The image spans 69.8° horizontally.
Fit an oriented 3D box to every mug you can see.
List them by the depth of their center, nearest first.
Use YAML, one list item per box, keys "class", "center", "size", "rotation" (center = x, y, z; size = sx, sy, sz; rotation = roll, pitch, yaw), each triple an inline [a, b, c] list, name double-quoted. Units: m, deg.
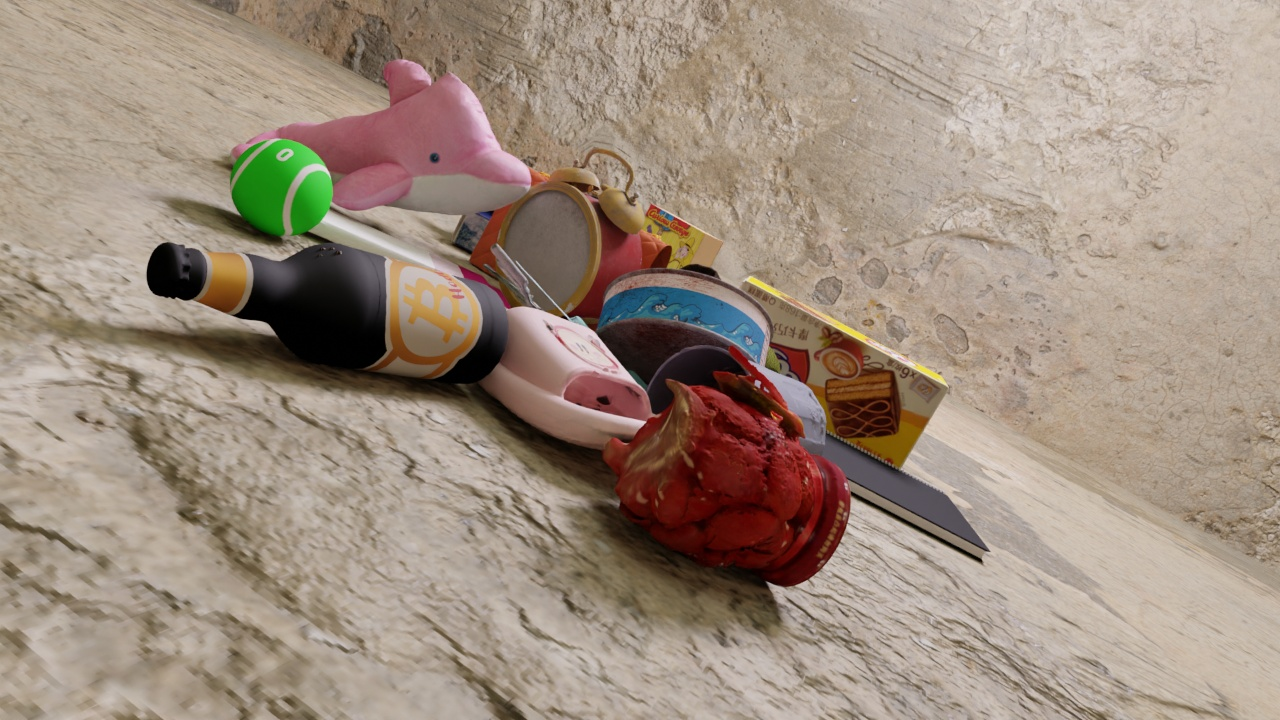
- class: "mug"
  center: [0.072, 0.056, 0.585]
  size: [0.104, 0.084, 0.124]
  rotation: [17, 39, -53]

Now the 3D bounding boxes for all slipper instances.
- class: "slipper"
  center: [-0.058, -0.001, 0.564]
  size: [0.106, 0.056, 0.222]
  rotation: [18, 12, -48]

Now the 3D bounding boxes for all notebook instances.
- class: "notebook"
  center: [0.202, 0.102, 0.832]
  size: [0.206, 0.016, 0.149]
  rotation: [27, 11, -1]

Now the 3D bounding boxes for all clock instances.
- class: "clock"
  center: [-0.050, -0.105, 0.797]
  size: [0.117, 0.159, 0.081]
  rotation: [35, 19, 34]

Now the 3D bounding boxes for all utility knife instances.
- class: "utility knife"
  center: [-0.034, -0.015, 0.640]
  size: [0.165, 0.015, 0.022]
  rotation: [49, 1, -37]

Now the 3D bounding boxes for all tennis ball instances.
- class: "tennis ball"
  center: [-0.244, -0.117, 0.624]
  size: [0.065, 0.065, 0.065]
  rotation: [27, 11, -6]

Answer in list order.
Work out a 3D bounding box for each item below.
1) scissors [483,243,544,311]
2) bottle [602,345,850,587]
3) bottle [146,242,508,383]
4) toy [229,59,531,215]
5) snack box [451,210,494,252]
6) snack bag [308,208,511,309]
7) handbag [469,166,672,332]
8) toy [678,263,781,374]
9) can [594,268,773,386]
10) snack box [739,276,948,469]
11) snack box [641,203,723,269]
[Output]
- class: "scissors"
  center: [-0.077, -0.039, 0.662]
  size: [0.141, 0.014, 0.175]
  rotation: [44, -9, 15]
- class: "bottle"
  center: [0.042, 0.052, 0.454]
  size: [0.111, 0.099, 0.099]
  rotation: [28, 10, -22]
- class: "bottle"
  center: [-0.147, -0.026, 0.450]
  size: [0.059, 0.059, 0.181]
  rotation: [35, 13, 34]
- class: "toy"
  center: [-0.216, -0.195, 0.794]
  size: [0.266, 0.128, 0.186]
  rotation: [7, 15, 17]
- class: "snack box"
  center: [-0.119, -0.119, 1.006]
  size: [0.145, 0.043, 0.144]
  rotation: [27, 11, -2]
- class: "snack bag"
  center: [-0.195, -0.085, 0.725]
  size: [0.196, 0.016, 0.070]
  rotation: [23, 9, -24]
- class: "handbag"
  center: [-0.063, -0.101, 0.878]
  size: [0.172, 0.109, 0.060]
  rotation: [32, 12, 20]
- class: "toy"
  center: [0.063, -0.019, 0.826]
  size: [0.153, 0.078, 0.179]
  rotation: [48, -5, -23]
- class: "can"
  center: [0.030, -0.013, 0.677]
  size: [0.130, 0.044, 0.130]
  rotation: [12, -26, 6]
- class: "snack box"
  center: [0.185, 0.015, 0.948]
  size: [0.230, 0.110, 0.061]
  rotation: [28, 14, 5]
- class: "snack box"
  center: [0.025, -0.104, 1.067]
  size: [0.088, 0.126, 0.040]
  rotation: [35, 13, 35]
